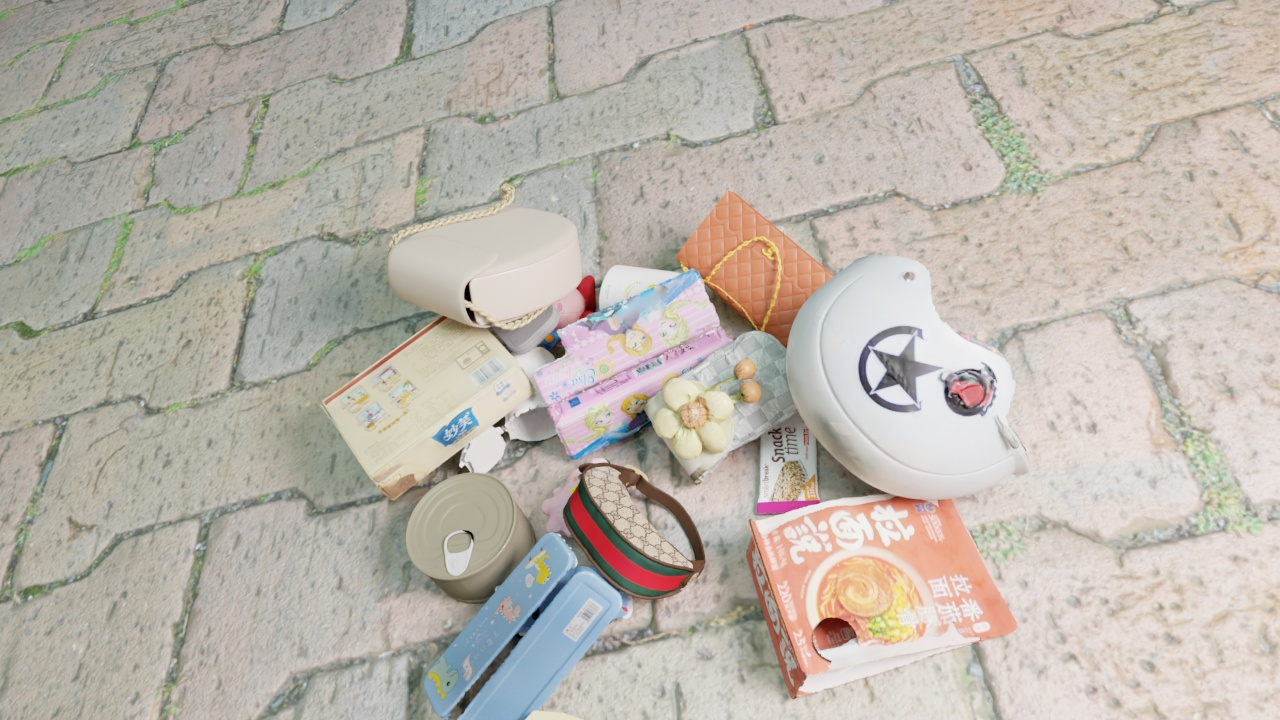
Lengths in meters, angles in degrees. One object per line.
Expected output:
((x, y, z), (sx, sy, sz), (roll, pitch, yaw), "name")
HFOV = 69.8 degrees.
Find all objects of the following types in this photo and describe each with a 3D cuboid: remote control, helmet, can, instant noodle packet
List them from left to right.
((-0.187, 0.198, 1.022), (0.128, 0.073, 0.127), (-9, 52, 11), "can")
((-0.154, -0.058, 1.150), (0.074, 0.019, 0.151), (-44, 38, -5), "remote control")
((0.230, 0.218, 0.898), (0.221, 0.084, 0.164), (-11, 50, -5), "instant noodle packet")
((0.247, 0.038, 0.910), (0.163, 0.236, 0.264), (-35, 87, 1), "helmet")

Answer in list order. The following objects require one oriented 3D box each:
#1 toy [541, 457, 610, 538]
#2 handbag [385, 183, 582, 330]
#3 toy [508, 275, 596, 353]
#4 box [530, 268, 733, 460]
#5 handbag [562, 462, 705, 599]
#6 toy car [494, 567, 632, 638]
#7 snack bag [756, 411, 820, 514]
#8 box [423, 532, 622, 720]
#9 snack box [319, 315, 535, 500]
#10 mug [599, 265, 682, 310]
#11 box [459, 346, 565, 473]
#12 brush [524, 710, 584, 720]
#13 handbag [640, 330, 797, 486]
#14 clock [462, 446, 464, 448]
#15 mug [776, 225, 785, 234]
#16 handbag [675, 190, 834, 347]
((-0.064, 0.161, 1.025), (0.093, 0.050, 0.102), (-15, 50, -6), "toy")
((-0.182, -0.127, 1.115), (0.211, 0.103, 0.208), (20, 38, 36), "handbag")
((-0.122, -0.050, 1.200), (0.131, 0.097, 0.124), (-1, 58, -6), "toy")
((-0.003, 0.011, 1.056), (0.230, 0.159, 0.066), (-25, 24, -5), "box")
((-0.003, 0.170, 0.961), (0.166, 0.138, 0.063), (47, 117, 33), "handbag")
((-0.086, 0.251, 0.962), (0.153, 0.055, 0.056), (-11, 51, 9), "toy car")
((0.166, 0.083, 1.035), (0.070, 0.016, 0.196), (-5, 53, 16), "snack bag")
((-0.121, 0.279, 0.907), (0.120, 0.049, 0.209), (39, 88, 16), "box")
((-0.249, 0.043, 1.074), (0.207, 0.055, 0.153), (-38, 51, -12), "snack box")
((0.012, -0.075, 1.161), (0.106, 0.083, 0.082), (11, 58, 25), "mug")
((-0.160, 0.062, 1.115), (0.143, 0.083, 0.136), (-16, 52, -4), "box")
((-0.019, 0.392, 0.842), (0.229, 0.043, 0.089), (9, 57, 24), "brush")
((0.097, 0.042, 1.002), (0.171, 0.123, 0.112), (-35, 78, 1), "handbag")
((-0.248, 0.049, 1.156), (0.121, 0.072, 0.157), (16, 60, 27), "clock")
((0.140, -0.115, 1.164), (0.090, 0.073, 0.105), (-4, 79, 15), "mug")
((0.138, -0.107, 1.100), (0.172, 0.060, 0.109), (42, 106, 9), "handbag")
